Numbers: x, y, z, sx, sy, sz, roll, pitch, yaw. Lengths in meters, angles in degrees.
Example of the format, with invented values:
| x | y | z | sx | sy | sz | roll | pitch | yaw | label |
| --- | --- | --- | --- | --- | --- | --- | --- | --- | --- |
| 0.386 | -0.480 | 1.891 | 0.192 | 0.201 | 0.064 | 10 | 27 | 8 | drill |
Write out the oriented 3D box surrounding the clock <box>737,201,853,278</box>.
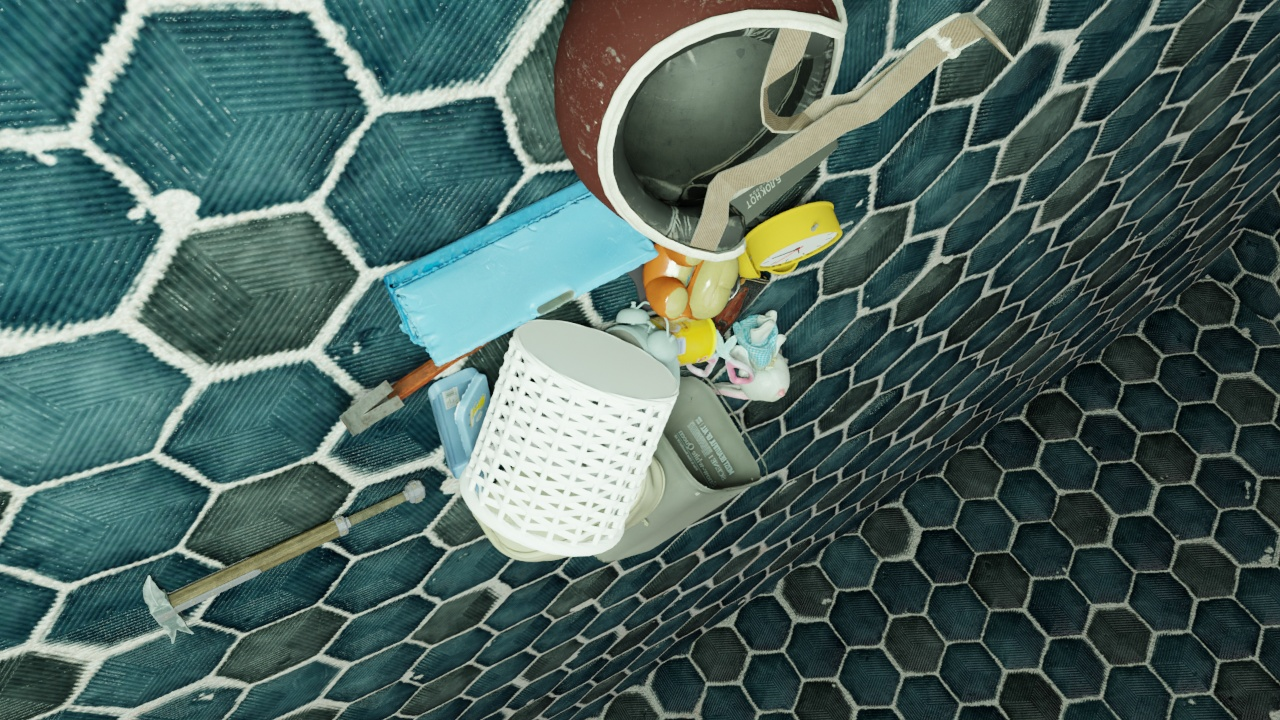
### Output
| x | y | z | sx | sy | sz | roll | pitch | yaw | label |
| --- | --- | --- | --- | --- | --- | --- | --- | --- | --- |
| 0.175 | -0.141 | 1.108 | 0.113 | 0.052 | 0.152 | -12 | 167 | -42 | clock |

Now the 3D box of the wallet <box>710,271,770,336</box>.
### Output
| x | y | z | sx | sy | sz | roll | pitch | yaw | label |
| --- | --- | --- | --- | --- | --- | --- | --- | --- | --- |
| 0.113 | -0.070 | 1.215 | 0.072 | 0.019 | 0.123 | 5 | 133 | -48 | wallet |

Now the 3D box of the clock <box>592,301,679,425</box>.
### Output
| x | y | z | sx | sy | sz | roll | pitch | yaw | label |
| --- | --- | --- | --- | --- | --- | --- | --- | --- | --- |
| -0.006 | 0.006 | 1.084 | 0.045 | 0.122 | 0.160 | -6 | 127 | -41 | clock |

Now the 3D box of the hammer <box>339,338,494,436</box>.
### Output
| x | y | z | sx | sy | sz | roll | pitch | yaw | label |
| --- | --- | --- | --- | --- | --- | --- | --- | --- | --- |
| -0.164 | -0.021 | 0.913 | 0.300 | 0.028 | 0.111 | -36 | -174 | -15 | hammer |

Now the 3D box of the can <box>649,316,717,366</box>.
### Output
| x | y | z | sx | sy | sz | roll | pitch | yaw | label |
| --- | --- | --- | --- | --- | --- | --- | --- | --- | --- |
| 0.039 | -0.025 | 1.145 | 0.104 | 0.067 | 0.068 | -11 | 144 | -42 | can |

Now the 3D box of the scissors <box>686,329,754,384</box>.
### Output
| x | y | z | sx | sy | sz | roll | pitch | yaw | label |
| --- | --- | --- | --- | --- | --- | --- | --- | --- | --- |
| 0.095 | -0.008 | 1.238 | 0.179 | 0.108 | 0.016 | 58 | 44 | -64 | scissors |

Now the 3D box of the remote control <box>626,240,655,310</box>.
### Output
| x | y | z | sx | sy | sz | roll | pitch | yaw | label |
| --- | --- | --- | --- | --- | --- | --- | --- | --- | --- |
| 0.010 | -0.096 | 1.057 | 0.046 | 0.009 | 0.124 | -35 | 154 | -4 | remote control |

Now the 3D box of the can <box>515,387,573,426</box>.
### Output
| x | y | z | sx | sy | sz | roll | pitch | yaw | label |
| --- | --- | --- | --- | --- | --- | --- | --- | --- | --- |
| -0.117 | 0.052 | 1.118 | 0.095 | 0.032 | 0.032 | -30 | 153 | -14 | can |

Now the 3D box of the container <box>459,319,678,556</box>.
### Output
| x | y | z | sx | sy | sz | roll | pitch | yaw | label |
| --- | --- | --- | --- | --- | --- | --- | --- | --- | --- |
| -0.076 | 0.079 | 0.986 | 0.189 | 0.189 | 0.187 | -2 | 120 | -50 | container |

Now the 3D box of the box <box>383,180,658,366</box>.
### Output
| x | y | z | sx | sy | sz | roll | pitch | yaw | label |
| --- | --- | --- | --- | --- | --- | --- | --- | --- | --- |
| -0.104 | -0.070 | 0.845 | 0.231 | 0.110 | 0.094 | -28 | 152 | -17 | box |

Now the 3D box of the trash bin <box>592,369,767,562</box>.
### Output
| x | y | z | sx | sy | sz | roll | pitch | yaw | label |
| --- | --- | --- | --- | --- | --- | --- | --- | --- | --- |
| 0.017 | 0.157 | 1.293 | 0.221 | 0.197 | 0.197 | -45 | 155 | 29 | trash bin |

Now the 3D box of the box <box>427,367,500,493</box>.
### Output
| x | y | z | sx | sy | sz | roll | pitch | yaw | label |
| --- | --- | --- | --- | --- | --- | --- | --- | --- | --- |
| -0.189 | 0.090 | 1.059 | 0.069 | 0.064 | 0.210 | -29 | 154 | -20 | box |

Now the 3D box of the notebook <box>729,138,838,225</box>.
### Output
| x | y | z | sx | sy | sz | roll | pitch | yaw | label |
| --- | --- | --- | --- | --- | --- | --- | --- | --- | --- |
| 0.132 | -0.231 | 0.967 | 0.169 | 0.029 | 0.209 | -39 | 152 | 3 | notebook |

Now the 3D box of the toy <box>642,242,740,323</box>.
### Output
| x | y | z | sx | sy | sz | roll | pitch | yaw | label |
| --- | --- | --- | --- | --- | --- | --- | --- | --- | --- |
| 0.061 | -0.096 | 1.023 | 0.175 | 0.096 | 0.112 | -24 | 135 | -74 | toy |

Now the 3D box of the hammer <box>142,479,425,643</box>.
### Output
| x | y | z | sx | sy | sz | roll | pitch | yaw | label |
| --- | --- | --- | --- | --- | --- | --- | --- | --- | --- |
| -0.393 | 0.210 | 1.044 | 0.316 | 0.028 | 0.147 | -24 | 152 | -24 | hammer |

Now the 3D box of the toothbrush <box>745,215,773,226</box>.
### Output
| x | y | z | sx | sy | sz | roll | pitch | yaw | label |
| --- | --- | --- | --- | --- | --- | --- | --- | --- | --- |
| 0.171 | -0.172 | 1.130 | 0.167 | 0.013 | 0.013 | -8 | 142 | -49 | toothbrush |

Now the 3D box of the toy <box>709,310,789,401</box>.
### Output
| x | y | z | sx | sy | sz | roll | pitch | yaw | label |
| --- | --- | --- | --- | --- | --- | --- | --- | --- | --- |
| 0.182 | 0.001 | 1.325 | 0.131 | 0.105 | 0.206 | -31 | 155 | -18 | toy |

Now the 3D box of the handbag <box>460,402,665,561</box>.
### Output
| x | y | z | sx | sy | sz | roll | pitch | yaw | label |
| --- | --- | --- | --- | --- | --- | --- | --- | --- | --- |
| -0.090 | 0.164 | 1.171 | 0.229 | 0.184 | 0.132 | -41 | 158 | 7 | handbag |

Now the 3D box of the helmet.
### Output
| x | y | z | sx | sy | sz | roll | pitch | yaw | label |
| --- | --- | --- | --- | --- | --- | --- | --- | --- | --- |
| 0.058 | -0.198 | 0.665 | 0.233 | 0.253 | 0.234 | 5 | 131 | -20 | helmet |
